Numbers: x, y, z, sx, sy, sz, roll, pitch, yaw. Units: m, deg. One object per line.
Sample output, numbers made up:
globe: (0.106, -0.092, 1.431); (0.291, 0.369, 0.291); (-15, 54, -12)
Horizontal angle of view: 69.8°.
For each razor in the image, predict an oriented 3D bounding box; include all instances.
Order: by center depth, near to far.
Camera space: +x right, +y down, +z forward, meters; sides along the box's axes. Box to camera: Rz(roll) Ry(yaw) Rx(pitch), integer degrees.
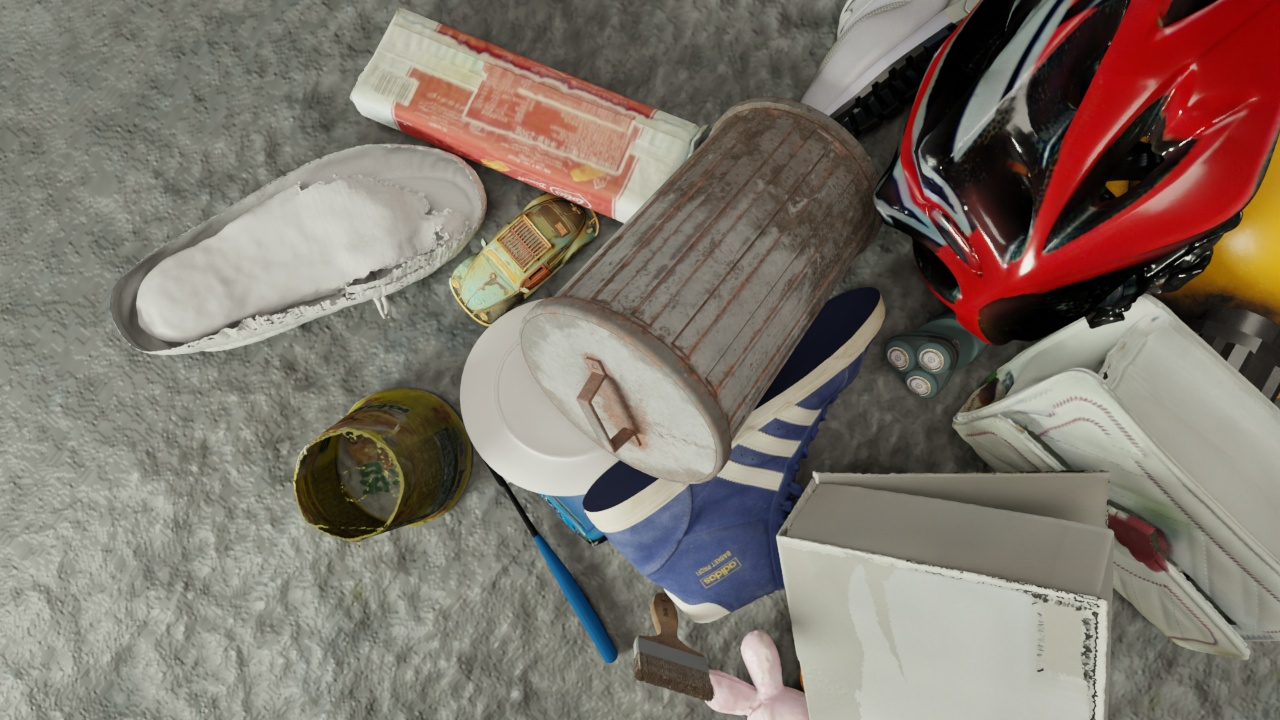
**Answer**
razor: (0.224, -0.033, 0.592); (0.143, 0.052, 0.047); (-37, 90, -4)

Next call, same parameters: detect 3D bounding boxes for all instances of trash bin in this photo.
trash bin: (0.036, -0.038, 0.521); (0.131, 0.131, 0.210); (38, 63, 3)

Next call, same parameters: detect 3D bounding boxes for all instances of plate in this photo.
plate: (-0.049, 0.021, 0.598); (0.134, 0.011, 0.134); (2, 73, -7)

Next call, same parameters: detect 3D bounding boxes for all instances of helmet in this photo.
helmet: (0.239, -0.133, 0.488); (0.167, 0.218, 0.271); (41, 67, 2)
helmet: (0.394, -0.098, 0.529); (0.205, 0.131, 0.255); (28, 93, 5)

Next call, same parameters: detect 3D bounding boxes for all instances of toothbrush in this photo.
toothbrush: (-0.061, 0.136, 0.634); (0.014, 0.014, 0.167); (-32, 90, -6)

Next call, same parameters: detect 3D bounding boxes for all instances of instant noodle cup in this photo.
instant noodle cup: (-0.171, 0.071, 0.596); (0.102, 0.108, 0.102); (0, 93, 3)

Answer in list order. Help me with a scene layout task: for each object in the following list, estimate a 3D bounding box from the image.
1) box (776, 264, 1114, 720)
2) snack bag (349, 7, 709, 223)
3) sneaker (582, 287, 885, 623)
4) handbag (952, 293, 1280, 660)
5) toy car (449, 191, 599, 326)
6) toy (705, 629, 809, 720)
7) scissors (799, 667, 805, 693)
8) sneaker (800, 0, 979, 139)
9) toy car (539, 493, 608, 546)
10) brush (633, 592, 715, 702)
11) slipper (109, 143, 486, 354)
box: (0.214, 0.083, 0.632); (0.172, 0.402, 0.169); (-2, 119, 20)
snack bag: (-0.074, -0.160, 0.610); (0.225, 0.041, 0.077); (23, 77, 3)
sneaker: (0.090, 0.069, 0.584); (0.232, 0.091, 0.118); (-37, 107, -13)
handbag: (0.296, 0.074, 0.539); (0.198, 0.142, 0.096); (44, 64, 4)
toy car: (-0.080, -0.073, 0.614); (0.112, 0.047, 0.047); (-42, 86, 1)
toy: (0.090, 0.238, 0.608); (0.063, 0.047, 0.110); (-37, 81, 7)
scissors: (0.154, 0.178, 0.617); (0.070, 0.013, 0.130); (18, 94, 4)
sneaker: (0.164, -0.244, 0.575); (0.239, 0.089, 0.124); (-38, 78, -3)
toy car: (-0.052, 0.070, 0.617); (0.056, 0.043, 0.120); (-42, 87, 5)
brush: (0.015, 0.169, 0.564); (0.045, 0.143, 0.008); (18, 94, -4)
slipper: (-0.219, -0.068, 0.613); (0.247, 0.074, 0.112); (-24, 103, -2)
